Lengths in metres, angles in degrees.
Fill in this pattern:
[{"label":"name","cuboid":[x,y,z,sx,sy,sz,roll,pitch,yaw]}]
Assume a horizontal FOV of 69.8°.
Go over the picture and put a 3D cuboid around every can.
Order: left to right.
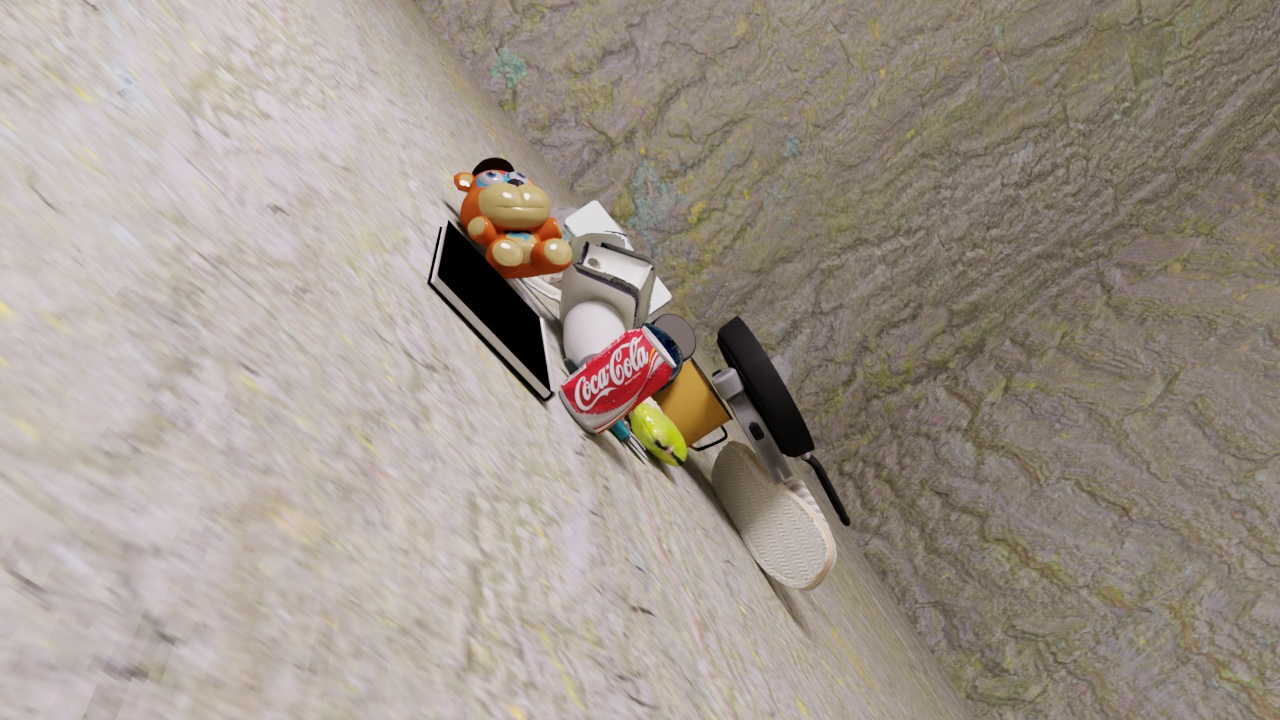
[{"label":"can","cuboid":[-0.022,0.019,0.892,0.064,0.105,0.064,51,7,-9]}]

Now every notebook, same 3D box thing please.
[{"label":"notebook","cuboid":[-0.139,-0.053,0.872,0.149,0.016,0.206,48,7,-22]}]

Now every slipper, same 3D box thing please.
[{"label":"slipper","cuboid":[0.177,0.204,1.239,0.054,0.114,0.272,23,15,-35]}]

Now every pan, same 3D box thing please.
[{"label":"pan","cuboid":[0.199,0.098,1.247,0.356,0.044,0.204,60,1,-22]}]

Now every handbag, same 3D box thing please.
[{"label":"handbag","cuboid":[-0.071,-0.097,1.107,0.176,0.073,0.151,22,-31,7]}]

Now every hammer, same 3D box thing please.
[{"label":"hammer","cuboid":[0.139,0.065,1.300,0.170,0.034,0.324,59,3,-10]}]

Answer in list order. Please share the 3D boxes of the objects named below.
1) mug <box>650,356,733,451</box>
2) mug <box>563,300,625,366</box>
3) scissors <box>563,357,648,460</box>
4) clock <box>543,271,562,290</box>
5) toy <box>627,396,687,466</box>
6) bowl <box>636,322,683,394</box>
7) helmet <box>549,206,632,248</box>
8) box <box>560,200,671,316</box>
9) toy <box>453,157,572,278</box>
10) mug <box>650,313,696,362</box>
[{"label":"mug","cuboid":[0.063,0.072,1.228,0.124,0.094,0.100,55,5,-20]},{"label":"mug","cuboid":[-0.040,-0.003,1.038,0.107,0.071,0.089,45,19,-28]},{"label":"scissors","cuboid":[-0.039,0.051,0.985,0.124,0.019,0.155,56,6,18]},{"label":"clock","cuboid":[-0.089,-0.123,1.309,0.157,0.103,0.061,13,-38,58]},{"label":"toy","cuboid":[0.012,0.076,1.099,0.092,0.043,0.117,42,8,-43]},{"label":"bowl","cuboid":[-0.007,0.007,1.189,0.114,0.061,0.114,11,44,-11]},{"label":"helmet","cuboid":[-0.086,-0.193,1.544,0.271,0.118,0.183,49,7,-4]},{"label":"box","cuboid":[-0.055,-0.135,1.418,0.197,0.126,0.074,53,35,5]},{"label":"toy","cuboid":[-0.150,-0.159,1.036,0.112,0.096,0.176,-7,43,-32]},{"label":"mug","cuboid":[0.016,-0.021,1.403,0.113,0.088,0.078,1,68,-33]}]
